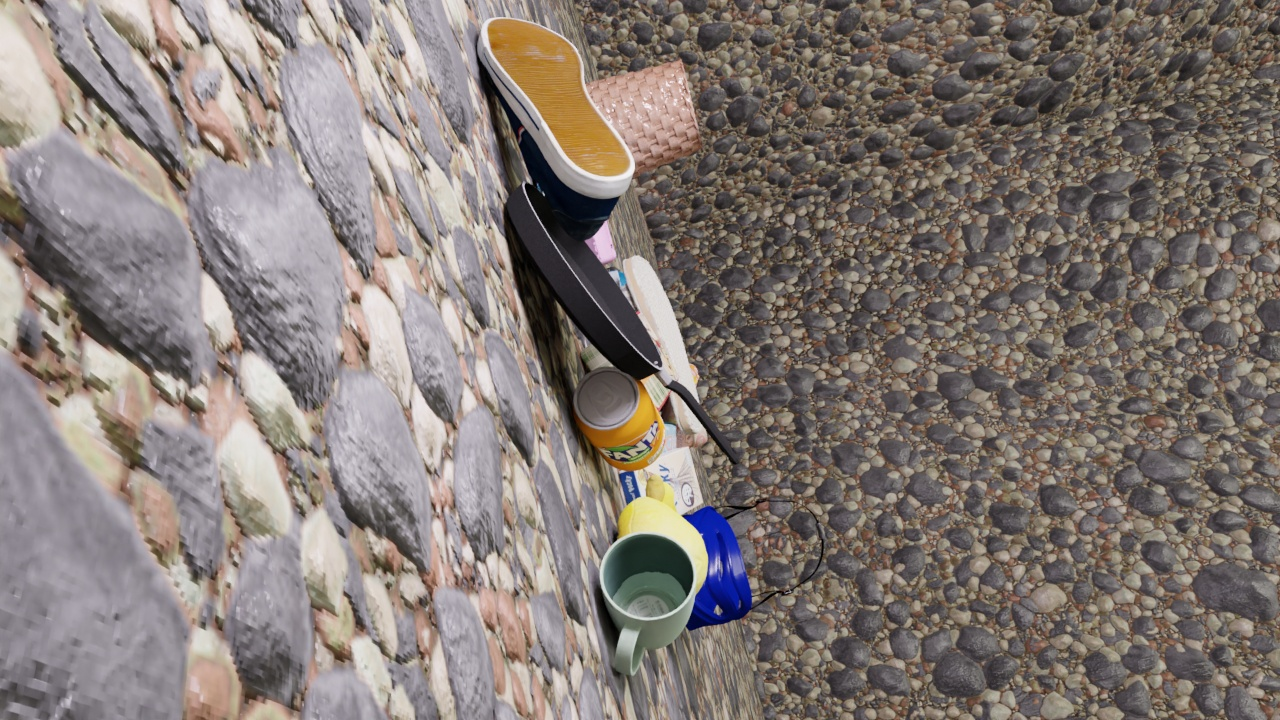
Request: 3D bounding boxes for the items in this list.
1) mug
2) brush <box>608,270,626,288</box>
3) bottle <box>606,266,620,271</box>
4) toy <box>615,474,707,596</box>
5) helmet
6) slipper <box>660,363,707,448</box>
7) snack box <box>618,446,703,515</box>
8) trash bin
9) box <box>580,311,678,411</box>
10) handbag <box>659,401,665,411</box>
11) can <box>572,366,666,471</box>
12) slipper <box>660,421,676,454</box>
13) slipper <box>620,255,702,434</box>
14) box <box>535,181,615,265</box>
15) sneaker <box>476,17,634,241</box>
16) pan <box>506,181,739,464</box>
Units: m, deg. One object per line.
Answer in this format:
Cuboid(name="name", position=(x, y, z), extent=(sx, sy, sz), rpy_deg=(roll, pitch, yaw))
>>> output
Cuboid(name="mug", position=(0.003, 0.226, 0.821), extent=(0.104, 0.084, 0.111), rpy_deg=(88, 21, -53))
Cuboid(name="brush", position=(-0.039, -0.102, 1.405), extent=(0.135, 0.055, 0.075), rpy_deg=(-100, 178, -51))
Cuboid(name="bottle", position=(-0.040, -0.123, 1.558), extent=(0.110, 0.036, 0.036), rpy_deg=(62, 14, -68))
Cuboid(name="toy", position=(0.023, 0.201, 0.996), extent=(0.207, 0.092, 0.134), rpy_deg=(-95, 172, -75))
Cuboid(name="helmet", position=(0.128, 0.257, 1.191), extent=(0.241, 0.228, 0.147), rpy_deg=(-5, 80, -82))
Cuboid(name="slipper", position=(0.066, 0.103, 1.400), extent=(0.093, 0.081, 0.197), rpy_deg=(110, -2, -78))
Cuboid(name="snack box", position=(0.029, 0.166, 1.192), extent=(0.149, 0.026, 0.082), rpy_deg=(-13, 88, -60))
Cuboid(name="trash bin", position=(-0.030, -0.304, 1.222), extent=(0.151, 0.210, 0.151), rpy_deg=(-13, 89, -84))
Cuboid(name="box", position=(-0.007, 0.007, 1.172), extent=(0.117, 0.050, 0.205), rpy_deg=(56, 15, -2))
Cuboid(name="handbag", position=(-0.006, 0.010, 1.501), extent=(0.138, 0.063, 0.166), rpy_deg=(141, -70, -76))
Cuboid(name="can", position=(-0.021, 0.063, 0.971), extent=(0.142, 0.079, 0.079), rpy_deg=(64, 12, -66))
Cuboid(name="slipper", position=(0.011, 0.091, 1.288), extent=(0.104, 0.074, 0.245), rpy_deg=(-10, 83, -84))
Cuboid(name="slipper", position=(0.027, -0.019, 1.326), extent=(0.114, 0.054, 0.272), rpy_deg=(-10, 78, -66))
Cuboid(name="box", position=(-0.107, -0.217, 1.105), extent=(0.085, 0.076, 0.230), rpy_deg=(-8, -81, 58))
Cuboid(name="sneaker", position=(-0.096, -0.234, 0.940), extent=(0.294, 0.120, 0.128), rpy_deg=(64, -34, 31))
Cuboid(name="pan", position=(-0.015, -0.025, 0.913), extent=(0.356, 0.034, 0.225), rpy_deg=(52, 8, -13))
